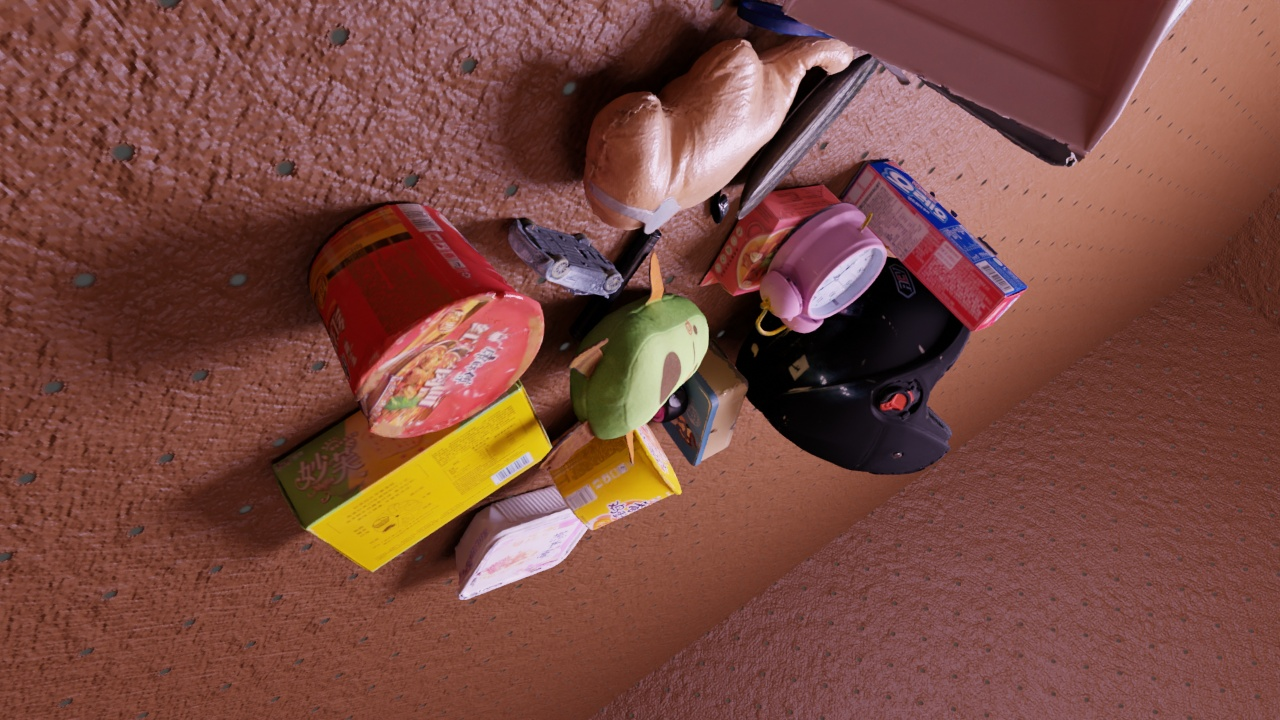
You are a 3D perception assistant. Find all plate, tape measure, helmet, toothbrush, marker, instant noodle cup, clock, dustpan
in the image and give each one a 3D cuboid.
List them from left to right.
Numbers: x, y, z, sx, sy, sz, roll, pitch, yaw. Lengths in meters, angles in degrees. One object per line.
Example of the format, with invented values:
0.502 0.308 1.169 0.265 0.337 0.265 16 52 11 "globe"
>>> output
-0.149 -0.032 0.622 0.137 0.108 0.138 -30 155 -16 "instant noodle cup"
-0.147 0.212 1.119 0.173 0.060 0.138 -12 145 -46 "instant noodle cup"
-0.035 0.117 1.027 0.110 0.138 0.138 -32 156 5 "instant noodle cup"
-0.024 -0.069 0.837 0.132 0.020 0.022 -52 179 28 "marker"
0.029 0.041 1.060 0.039 0.057 0.058 -24 144 -30 "tape measure"
0.073 -0.179 0.787 0.016 0.014 0.189 -38 157 -18 "toothbrush"
0.136 -0.196 0.782 0.179 0.024 0.179 -47 177 -4 "plate"
0.177 -0.084 0.929 0.159 0.060 0.117 -41 154 11 "clock"
0.248 -0.008 1.062 0.230 0.233 0.276 20 130 -16 "helmet"
0.240 -0.301 0.544 0.273 0.222 0.139 -62 171 -12 "dustpan"

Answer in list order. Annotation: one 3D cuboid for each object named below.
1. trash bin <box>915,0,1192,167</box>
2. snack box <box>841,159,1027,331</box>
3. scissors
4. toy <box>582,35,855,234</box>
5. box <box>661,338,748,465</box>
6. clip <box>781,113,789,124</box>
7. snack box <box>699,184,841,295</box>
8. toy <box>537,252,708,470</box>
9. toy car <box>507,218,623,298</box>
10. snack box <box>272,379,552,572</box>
0.332 -0.307 0.713 0.220 0.198 0.199 -48 155 8 "trash bin"
0.305 -0.125 0.964 0.057 0.207 0.058 -18 151 -42 "snack box"
0.149 -0.234 0.650 0.162 0.175 0.012 8 130 -3 "scissors"
0.054 -0.177 0.684 0.225 0.082 0.144 -33 169 -18 "toy"
0.073 0.048 1.098 0.059 0.089 0.185 -28 152 -19 "box"
0.114 -0.211 0.786 0.038 0.013 0.055 -49 154 24 "clip"
0.137 -0.116 0.947 0.113 0.044 0.127 -16 148 -40 "snack box"
-0.005 0.005 0.867 0.246 0.090 0.227 -38 146 -52 "toy"
-0.060 -0.078 0.730 0.037 0.054 0.120 -48 154 17 "toy car"
-0.193 0.087 0.820 0.210 0.070 0.158 -33 156 -10 "snack box"
